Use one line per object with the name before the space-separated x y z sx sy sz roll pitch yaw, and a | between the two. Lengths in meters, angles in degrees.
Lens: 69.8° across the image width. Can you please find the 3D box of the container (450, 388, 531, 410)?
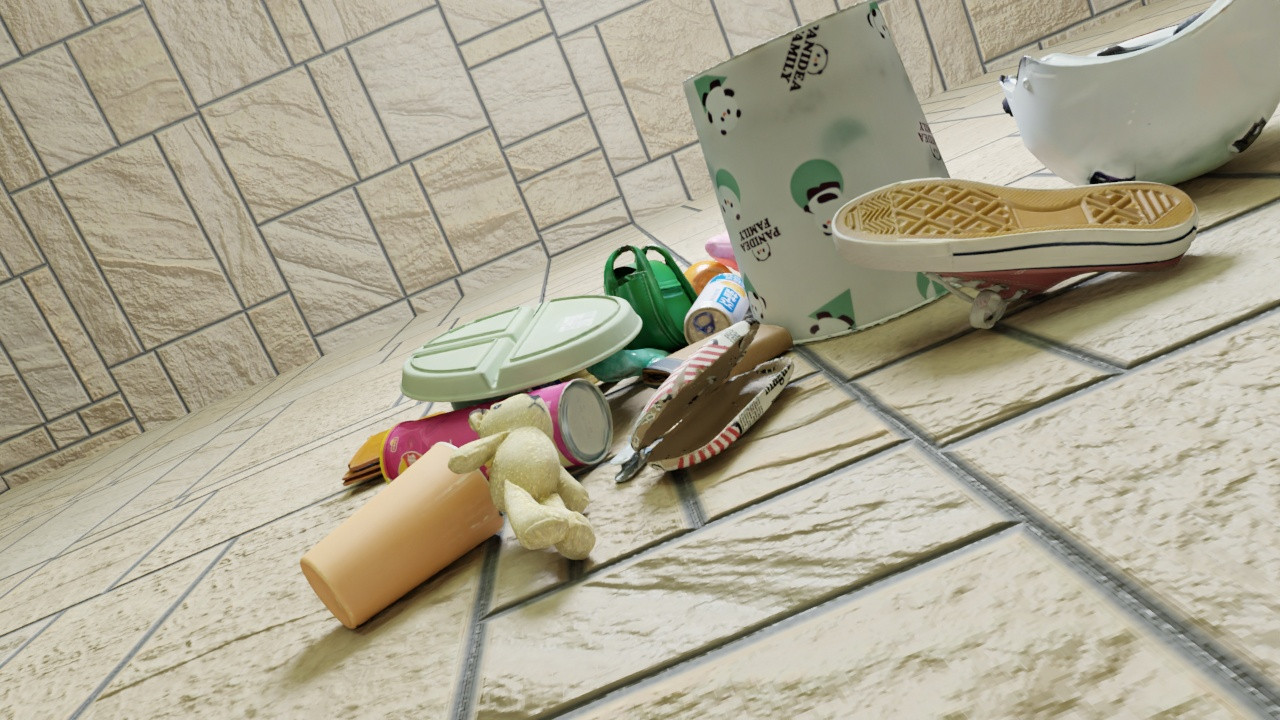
container | -0.143 0.018 0.993 0.090 0.090 0.111 -18 11 21

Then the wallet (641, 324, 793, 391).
wallet | 0.067 -0.001 0.820 0.115 0.033 0.090 -27 16 -21

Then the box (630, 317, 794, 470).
box | 0.059 0.035 0.670 0.163 0.082 0.075 -40 -13 -49

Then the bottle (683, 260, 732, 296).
bottle | 0.071 -0.083 1.099 0.066 0.067 0.149 -24 5 -5

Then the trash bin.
trash bin | 0.167 -0.174 0.850 0.230 0.252 0.229 -23 13 5

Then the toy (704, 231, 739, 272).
toy | 0.166 -0.131 1.086 0.178 0.074 0.194 1 4 7

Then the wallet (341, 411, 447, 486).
wallet | -0.273 0.096 1.013 0.119 0.035 0.130 -23 11 1

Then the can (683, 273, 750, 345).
can | 0.081 -0.049 0.944 0.053 0.053 0.134 -19 13 19

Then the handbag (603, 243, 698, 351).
handbag | 0.014 -0.065 0.965 0.068 0.120 0.131 -18 3 22

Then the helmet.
helmet | 0.453 -0.228 0.815 0.229 0.146 0.258 -17 6 22

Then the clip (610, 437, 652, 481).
clip | -0.004 0.071 0.681 0.026 0.038 0.058 -13 14 30

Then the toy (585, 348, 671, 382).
toy | -0.005 0.005 0.892 0.091 0.030 0.096 -6 19 -18

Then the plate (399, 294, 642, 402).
plate | -0.112 -0.017 0.845 0.230 0.027 0.230 -13 18 4

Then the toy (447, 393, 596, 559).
toy | -0.071 0.074 0.602 0.105 0.066 0.157 17 20 -28

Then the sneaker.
sneaker | 0.261 -0.076 0.662 0.241 0.088 0.118 1 42 13

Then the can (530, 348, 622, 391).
can | -0.058 -0.008 0.967 0.049 0.074 0.147 -27 7 41

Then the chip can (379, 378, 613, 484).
chip can | -0.126 0.068 0.778 0.211 0.071 0.071 -15 15 34

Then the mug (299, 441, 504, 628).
mug | -0.165 0.122 0.631 0.122 0.078 0.078 -36 18 -32
